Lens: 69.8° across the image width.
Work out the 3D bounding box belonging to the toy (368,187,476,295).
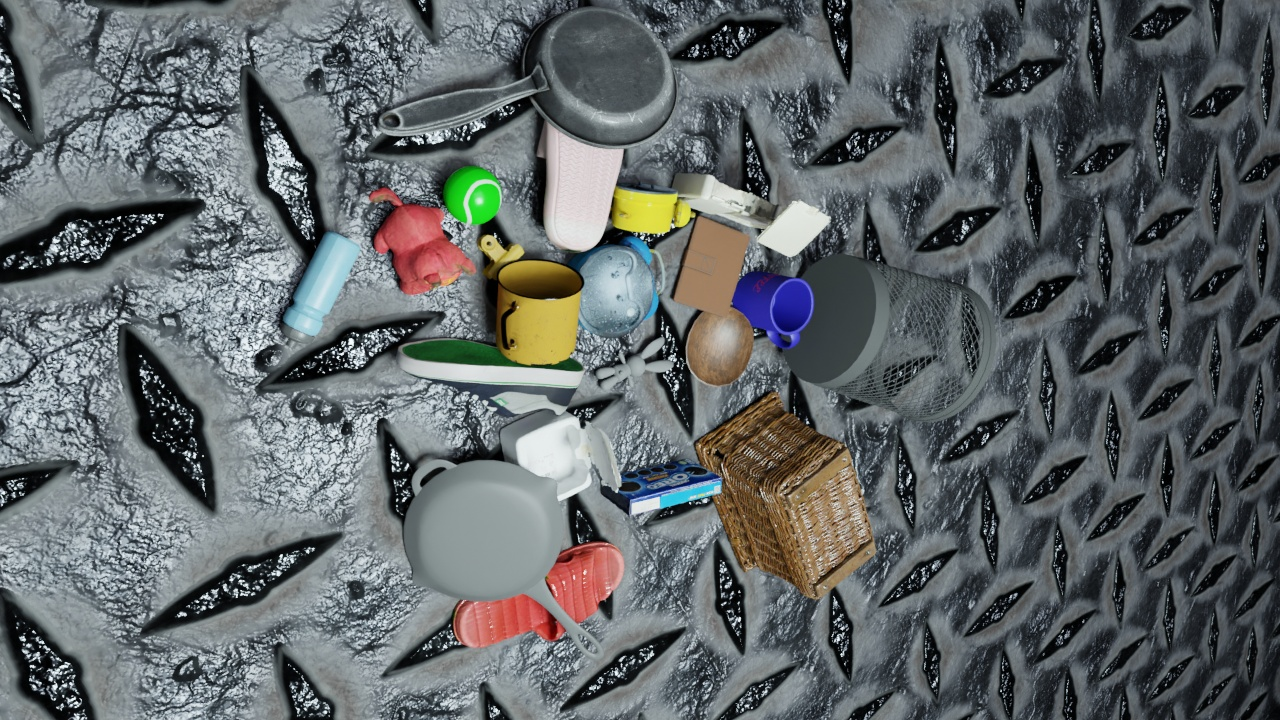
[{"bbox_3d":[-0.238,-0.135,1.000,0.088,0.094,0.133,-39,118,-19],"label":"toy"}]

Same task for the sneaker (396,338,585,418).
[{"bbox_3d":[-0.179,0.028,1.091,0.235,0.084,0.079,8,110,-35],"label":"sneaker"}]

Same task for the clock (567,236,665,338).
[{"bbox_3d":[-0.030,-0.094,1.167,0.161,0.060,0.117,-18,110,-30],"label":"clock"}]

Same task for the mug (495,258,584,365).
[{"bbox_3d":[-0.126,-0.051,1.072,0.123,0.100,0.094,-42,147,-51],"label":"mug"}]

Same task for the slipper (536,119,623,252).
[{"bbox_3d":[-0.074,-0.240,1.102,0.106,0.056,0.221,5,89,-31],"label":"slipper"}]

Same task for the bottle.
[{"bbox_3d":[-0.345,-0.073,0.978,0.040,0.040,0.130,28,86,-35],"label":"bottle"}]

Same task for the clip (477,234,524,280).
[{"bbox_3d":[-0.172,-0.127,1.092,0.049,0.045,0.054,40,76,9],"label":"clip"}]

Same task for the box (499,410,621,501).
[{"bbox_3d":[-0.088,0.129,1.139,0.120,0.136,0.109,-20,114,-27],"label":"box"}]

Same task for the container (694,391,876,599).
[{"bbox_3d":[0.222,0.206,1.328,0.162,0.183,0.250,-32,117,-21],"label":"container"}]

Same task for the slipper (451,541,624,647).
[{"bbox_3d":[-0.122,0.318,1.211,0.248,0.059,0.103,-17,110,-27],"label":"slipper"}]

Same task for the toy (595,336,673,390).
[{"bbox_3d":[-0.007,0.007,1.225,0.111,0.030,0.049,-23,99,-21],"label":"toy"}]

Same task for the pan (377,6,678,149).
[{"bbox_3d":[-0.119,-0.308,1.033,0.356,0.055,0.187,-17,78,-22],"label":"pan"}]

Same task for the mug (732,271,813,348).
[{"bbox_3d":[0.192,-0.068,1.302,0.079,0.084,0.111,-31,117,-24],"label":"mug"}]

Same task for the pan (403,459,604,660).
[{"bbox_3d":[-0.154,0.260,1.135,0.216,0.024,0.354,-36,110,4],"label":"pan"}]

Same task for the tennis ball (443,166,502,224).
[{"bbox_3d":[-0.189,-0.186,1.035,0.065,0.065,0.065,-9,106,-31],"label":"tennis ball"}]

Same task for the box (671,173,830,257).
[{"bbox_3d":[0.132,-0.182,1.171,0.143,0.186,0.070,15,94,-28],"label":"box"}]

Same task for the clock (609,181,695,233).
[{"bbox_3d":[0.015,-0.194,1.157,0.118,0.083,0.057,-3,109,-30],"label":"clock"}]

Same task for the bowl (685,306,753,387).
[{"bbox_3d":[0.107,-0.021,1.290,0.102,0.026,0.114,21,86,-21],"label":"bowl"}]

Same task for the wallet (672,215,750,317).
[{"bbox_3d":[0.097,-0.127,1.257,0.087,0.013,0.121,17,89,-22],"label":"wallet"}]

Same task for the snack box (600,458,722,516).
[{"bbox_3d":[0.029,0.172,1.258,0.150,0.082,0.027,-10,108,-31],"label":"snack box"}]

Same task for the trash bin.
[{"bbox_3d":[0.355,-0.036,1.343,0.227,0.218,0.218,14,94,-31],"label":"trash bin"}]
